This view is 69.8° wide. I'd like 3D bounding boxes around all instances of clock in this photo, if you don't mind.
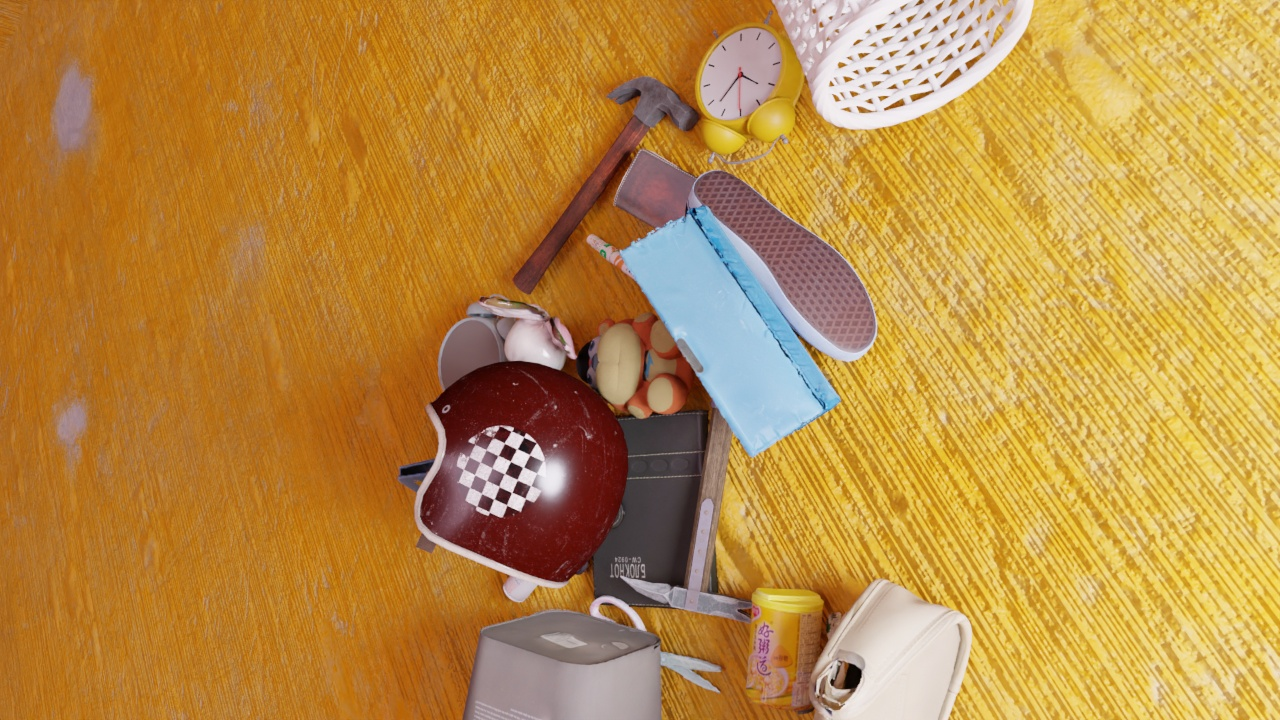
[{"bbox_3d":[-0.199,-0.007,1.171,0.122,0.045,0.159,31,105,35],"label":"clock"},{"bbox_3d":[0.111,-0.279,0.957,0.114,0.052,0.151,-6,78,37],"label":"clock"}]

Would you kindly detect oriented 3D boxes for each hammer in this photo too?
[{"bbox_3d":[-0.059,-0.201,1.087,0.301,0.028,0.111,-51,58,19],"label":"hammer"},{"bbox_3d":[0.074,0.098,0.940,0.147,0.028,0.316,8,84,15],"label":"hammer"}]

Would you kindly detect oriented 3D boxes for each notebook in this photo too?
[{"bbox_3d":[0.009,0.163,1.004,0.170,0.029,0.209,-8,79,36],"label":"notebook"}]

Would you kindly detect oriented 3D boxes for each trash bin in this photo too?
[{"bbox_3d":[-0.080,0.388,0.934,0.198,0.197,0.220,5,90,34],"label":"trash bin"}]

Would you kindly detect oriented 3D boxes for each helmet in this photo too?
[{"bbox_3d":[-0.135,0.127,0.965,0.234,0.233,0.253,23,85,17],"label":"helmet"}]

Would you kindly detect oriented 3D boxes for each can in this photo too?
[{"bbox_3d":[-0.126,0.246,1.094,0.095,0.032,0.032,-52,58,21],"label":"can"},{"bbox_3d":[0.136,0.271,0.868,0.068,0.067,0.105,3,87,38],"label":"can"}]

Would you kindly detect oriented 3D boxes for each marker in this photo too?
[{"bbox_3d":[-0.012,-0.106,1.054,0.145,0.017,0.017,40,109,33],"label":"marker"}]

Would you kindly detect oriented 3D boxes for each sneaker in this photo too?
[{"bbox_3d":[0.135,-0.082,0.919,0.241,0.083,0.098,48,157,19],"label":"sneaker"}]

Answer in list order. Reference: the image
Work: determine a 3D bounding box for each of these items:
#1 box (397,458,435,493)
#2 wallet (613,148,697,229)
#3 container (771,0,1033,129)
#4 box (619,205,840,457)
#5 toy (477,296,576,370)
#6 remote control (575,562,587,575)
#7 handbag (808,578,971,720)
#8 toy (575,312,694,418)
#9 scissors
[{"bbox_3d":[-0.222,0.148,1.158,0.211,0.069,0.064,-14,84,36],"label":"box"},{"bbox_3d":[0.035,-0.174,1.004,0.123,0.019,0.072,33,106,20],"label":"wallet"},{"bbox_3d":[0.209,-0.335,0.799,0.190,0.189,0.186,-31,66,31],"label":"container"},{"bbox_3d":[0.071,-0.020,0.872,0.231,0.110,0.094,57,153,8],"label":"box"},{"bbox_3d":[-0.126,0.011,1.094,0.131,0.105,0.206,28,128,17],"label":"toy"},{"bbox_3d":[-0.076,0.186,1.066,0.047,0.009,0.124,-17,74,60],"label":"remote control"},{"bbox_3d":[0.170,0.306,0.778,0.132,0.183,0.229,18,112,40],"label":"handbag"},{"bbox_3d":[-0.005,0.006,0.991,0.176,0.096,0.112,177,96,-65],"label":"toy"},{"bbox_3d":[0.014,0.300,0.979,0.179,0.016,0.108,-2,100,37],"label":"scissors"}]
